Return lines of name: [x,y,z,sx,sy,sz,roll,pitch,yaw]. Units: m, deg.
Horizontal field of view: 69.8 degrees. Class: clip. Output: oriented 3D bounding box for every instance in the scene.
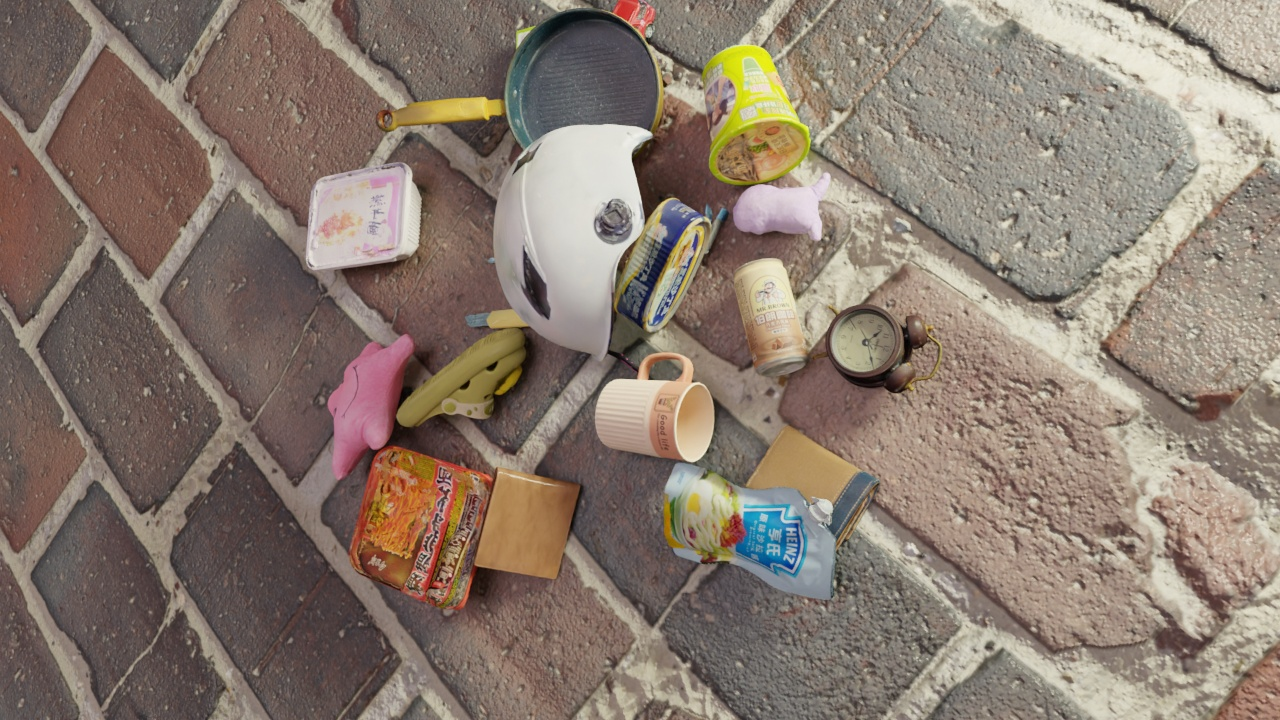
clip: [0.078,-0.148,1.046,0.045,0.027,0.058,18,92,21]

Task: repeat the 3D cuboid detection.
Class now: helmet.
helmet: [-0.087,-0.136,0.994,0.146,0.229,0.258,10,77,-10]

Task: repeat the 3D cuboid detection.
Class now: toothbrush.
toothbrush: [-0.006,0.006,1.064,0.189,0.014,0.017,35,76,26]

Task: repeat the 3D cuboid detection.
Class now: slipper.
slipper: [-0.210,0.034,1.130,0.191,0.091,0.081,-34,106,7]

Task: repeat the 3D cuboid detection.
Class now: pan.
pan: [-0.148,-0.311,1.114,0.358,0.078,0.198,-4,96,18]

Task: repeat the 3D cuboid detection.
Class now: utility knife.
utility knife: [-0.142,-0.056,1.138,0.188,0.020,0.030,-1,61,21]

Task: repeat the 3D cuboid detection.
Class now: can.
can: [0.138,-0.045,0.975,0.059,0.058,0.116,-19,73,22]
can: [0.024,-0.105,1.025,0.049,0.074,0.148,36,114,25]

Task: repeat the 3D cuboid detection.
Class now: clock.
clock: [0.240,-0.013,0.920,0.122,0.055,0.082,17,88,26]

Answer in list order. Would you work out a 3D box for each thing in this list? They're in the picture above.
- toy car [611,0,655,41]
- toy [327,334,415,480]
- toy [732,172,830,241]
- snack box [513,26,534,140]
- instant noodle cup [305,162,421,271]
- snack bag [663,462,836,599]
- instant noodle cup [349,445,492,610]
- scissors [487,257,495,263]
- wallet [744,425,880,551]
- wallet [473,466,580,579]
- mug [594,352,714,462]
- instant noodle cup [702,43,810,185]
toy car: [-0.027,-0.391,1.134,0.053,0.045,0.120,26,94,29]
toy: [-0.361,0.060,1.190,0.179,0.074,0.194,-10,62,47]
toy: [0.152,-0.168,1.005,0.108,0.039,0.083,4,67,32]
snack box: [-0.121,-0.359,1.183,0.086,0.026,0.156,-7,77,25]
instant noodle cup: [-0.371,-0.189,1.256,0.174,0.060,0.138,-4,78,25]
snack bag: [0.111,0.173,0.940,0.191,0.038,0.110,10,99,34]
instant noodle cup: [-0.255,0.200,1.112,0.189,0.079,0.164,14,86,27]
scissors: [-0.136,-0.142,1.156,0.131,0.017,0.133,-43,61,16]
wallet: [0.174,0.131,0.940,0.115,0.033,0.090,33,93,29]
wallet: [-0.131,0.187,1.052,0.020,0.101,0.115,-170,95,-72]
mug: [0.017,0.048,1.000,0.106,0.081,0.114,4,80,34]
instant noodle cup: [0.118,-0.276,1.009,0.112,0.111,0.123,-21,64,21]
